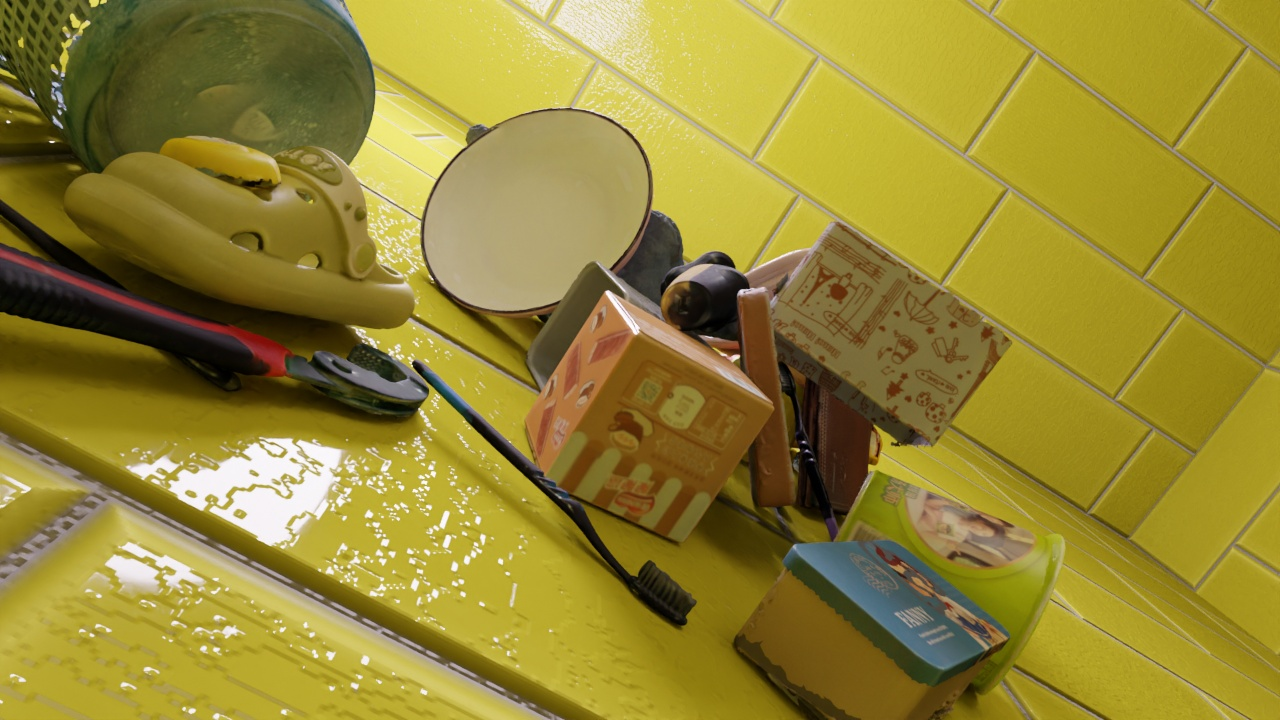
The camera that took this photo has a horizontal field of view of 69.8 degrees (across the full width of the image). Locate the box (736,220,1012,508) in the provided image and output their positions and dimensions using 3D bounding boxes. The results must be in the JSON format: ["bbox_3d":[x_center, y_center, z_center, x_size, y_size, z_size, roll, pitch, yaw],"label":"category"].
[{"bbox_3d":[0.114,0.024,0.607,0.153,0.178,0.182,35,1,10],"label":"box"}]

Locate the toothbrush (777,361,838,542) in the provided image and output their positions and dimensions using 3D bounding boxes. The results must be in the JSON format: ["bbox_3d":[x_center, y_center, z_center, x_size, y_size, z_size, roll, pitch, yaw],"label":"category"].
[{"bbox_3d":[0.128,0.074,0.703,0.016,0.014,0.188,10,48,-26],"label":"toothbrush"}]

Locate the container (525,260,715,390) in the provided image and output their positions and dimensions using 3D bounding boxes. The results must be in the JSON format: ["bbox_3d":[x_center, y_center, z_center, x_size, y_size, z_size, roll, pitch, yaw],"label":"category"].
[{"bbox_3d":[-0.004,0.004,0.648,0.114,0.090,0.090,31,11,-29],"label":"container"}]

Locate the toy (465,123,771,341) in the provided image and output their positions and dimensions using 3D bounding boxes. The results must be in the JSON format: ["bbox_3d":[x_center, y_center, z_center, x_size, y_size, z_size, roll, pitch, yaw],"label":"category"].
[{"bbox_3d":[-0.032,-0.078,0.784,0.356,0.138,0.091,31,19,21],"label":"toy"}]

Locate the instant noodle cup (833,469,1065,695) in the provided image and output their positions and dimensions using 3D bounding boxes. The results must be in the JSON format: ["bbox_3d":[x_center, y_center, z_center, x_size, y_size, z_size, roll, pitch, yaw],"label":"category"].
[{"bbox_3d":[0.186,0.132,0.590,0.123,0.112,0.111,28,9,16],"label":"instant noodle cup"}]

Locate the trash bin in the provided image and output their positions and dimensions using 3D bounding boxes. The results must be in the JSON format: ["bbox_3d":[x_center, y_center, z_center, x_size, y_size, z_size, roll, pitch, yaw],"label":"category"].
[{"bbox_3d":[-0.256,-0.188,0.508,0.195,0.227,0.226,53,18,26],"label":"trash bin"}]

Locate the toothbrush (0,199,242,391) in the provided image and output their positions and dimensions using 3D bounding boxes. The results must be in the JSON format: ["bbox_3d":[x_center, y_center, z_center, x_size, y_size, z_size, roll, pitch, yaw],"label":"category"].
[{"bbox_3d":[-0.230,-0.042,0.378,0.181,0.018,0.015,36,4,10],"label":"toothbrush"}]

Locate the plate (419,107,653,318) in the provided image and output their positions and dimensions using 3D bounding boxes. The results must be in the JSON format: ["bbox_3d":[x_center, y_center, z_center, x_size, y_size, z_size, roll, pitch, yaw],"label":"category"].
[{"bbox_3d":[-0.079,-0.113,0.727,0.192,0.192,0.039,39,-10,28],"label":"plate"}]

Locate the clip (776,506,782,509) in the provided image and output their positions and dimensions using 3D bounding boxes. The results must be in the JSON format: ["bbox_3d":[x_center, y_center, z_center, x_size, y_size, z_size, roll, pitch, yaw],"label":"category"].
[{"bbox_3d":[0.104,0.101,0.722,0.040,0.014,0.056,35,10,7],"label":"clip"}]

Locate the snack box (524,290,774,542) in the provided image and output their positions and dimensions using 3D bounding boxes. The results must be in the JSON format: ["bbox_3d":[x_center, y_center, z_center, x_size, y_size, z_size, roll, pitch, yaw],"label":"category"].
[{"bbox_3d":[0.001,0.030,0.511,0.092,0.094,0.077,28,12,-24],"label":"snack box"}]

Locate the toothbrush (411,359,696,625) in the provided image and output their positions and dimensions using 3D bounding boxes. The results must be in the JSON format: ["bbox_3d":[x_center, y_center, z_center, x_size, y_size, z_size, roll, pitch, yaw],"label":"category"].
[{"bbox_3d":[-0.046,0.057,0.440,0.189,0.016,0.014,41,6,18],"label":"toothbrush"}]

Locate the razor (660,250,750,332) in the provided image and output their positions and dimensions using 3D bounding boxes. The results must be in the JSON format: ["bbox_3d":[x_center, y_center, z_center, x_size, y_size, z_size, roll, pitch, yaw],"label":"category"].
[{"bbox_3d":[0.038,-0.043,0.629,0.068,0.062,0.167,9,9,10],"label":"razor"}]

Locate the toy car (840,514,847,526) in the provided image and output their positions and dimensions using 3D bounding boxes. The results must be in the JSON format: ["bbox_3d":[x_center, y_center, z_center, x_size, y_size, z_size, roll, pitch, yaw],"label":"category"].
[{"bbox_3d":[0.194,0.146,0.730,0.105,0.031,0.049,18,19,-51],"label":"toy car"}]

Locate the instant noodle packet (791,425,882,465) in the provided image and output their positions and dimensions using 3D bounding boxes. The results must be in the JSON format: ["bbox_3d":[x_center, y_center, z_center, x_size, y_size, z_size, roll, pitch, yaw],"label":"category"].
[{"bbox_3d":[0.162,0.064,0.902,0.110,0.044,0.129,29,-13,-37],"label":"instant noodle packet"}]

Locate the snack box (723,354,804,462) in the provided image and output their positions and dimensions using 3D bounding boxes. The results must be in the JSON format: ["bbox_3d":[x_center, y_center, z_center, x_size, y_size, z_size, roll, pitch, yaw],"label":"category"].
[{"bbox_3d":[0.086,0.039,0.794,0.091,0.082,0.080,28,-2,-25],"label":"snack box"}]

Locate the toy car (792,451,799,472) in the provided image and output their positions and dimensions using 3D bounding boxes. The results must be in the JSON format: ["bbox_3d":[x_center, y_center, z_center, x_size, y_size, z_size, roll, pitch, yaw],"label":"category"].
[{"bbox_3d":[0.182,0.110,0.855,0.090,0.034,0.043,22,15,-21],"label":"toy car"}]

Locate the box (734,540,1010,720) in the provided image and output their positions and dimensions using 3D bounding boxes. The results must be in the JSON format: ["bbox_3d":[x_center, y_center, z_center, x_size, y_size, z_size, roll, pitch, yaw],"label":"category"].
[{"bbox_3d":[0.119,0.139,0.461,0.090,0.061,0.184,38,10,29],"label":"box"}]

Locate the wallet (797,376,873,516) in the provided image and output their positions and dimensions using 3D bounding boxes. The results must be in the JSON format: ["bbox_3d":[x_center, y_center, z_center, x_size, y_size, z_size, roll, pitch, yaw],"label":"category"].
[{"bbox_3d":[0.166,0.070,0.781,0.032,0.124,0.101,-5,-16,35],"label":"wallet"}]

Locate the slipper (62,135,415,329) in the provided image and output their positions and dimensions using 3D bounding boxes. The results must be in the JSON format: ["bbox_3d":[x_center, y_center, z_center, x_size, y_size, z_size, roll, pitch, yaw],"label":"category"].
[{"bbox_3d":[-0.176,-0.066,0.443,0.092,0.081,0.190,18,-1,23],"label":"slipper"}]

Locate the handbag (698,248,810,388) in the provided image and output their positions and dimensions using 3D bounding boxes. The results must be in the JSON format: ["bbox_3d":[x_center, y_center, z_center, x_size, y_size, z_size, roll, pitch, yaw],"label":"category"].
[{"bbox_3d":[0.109,-0.018,0.865,0.235,0.093,0.193,-8,-21,31],"label":"handbag"}]

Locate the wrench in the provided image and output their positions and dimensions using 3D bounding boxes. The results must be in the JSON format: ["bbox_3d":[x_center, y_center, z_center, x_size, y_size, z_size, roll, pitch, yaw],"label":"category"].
[{"bbox_3d":[-0.170,-0.012,0.352,0.056,0.016,0.273,37,5,26],"label":"wrench"}]
